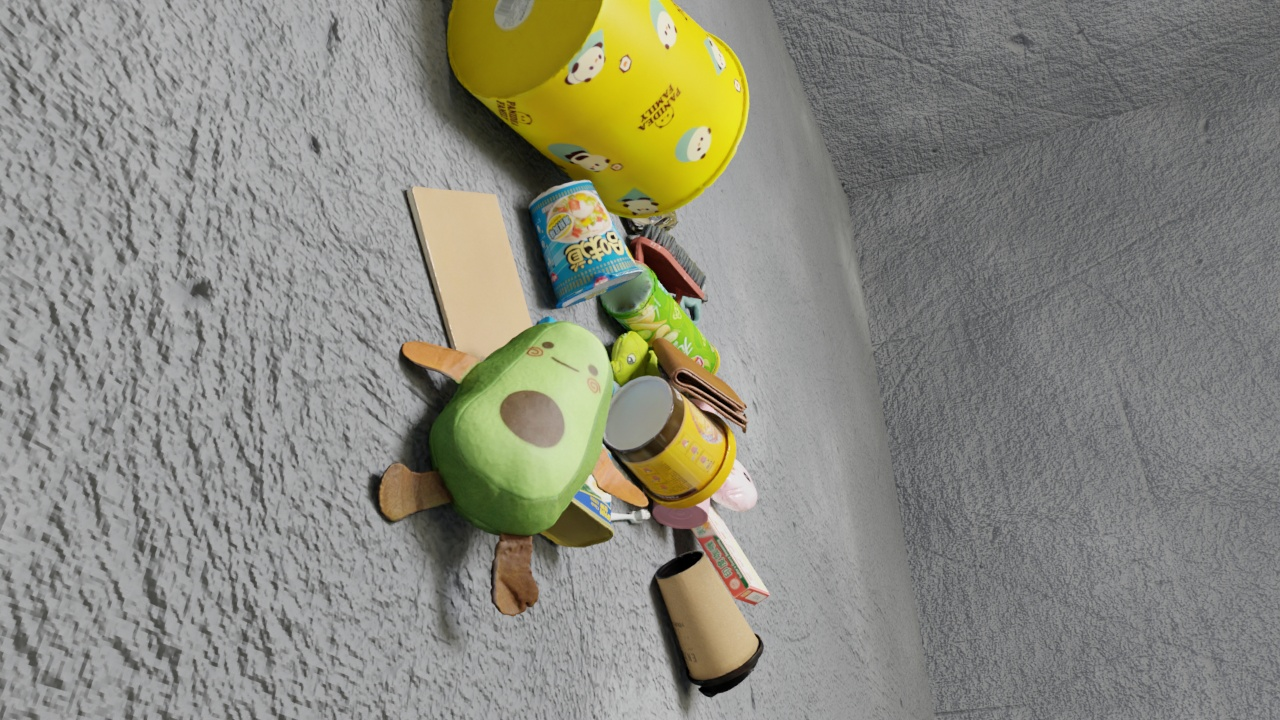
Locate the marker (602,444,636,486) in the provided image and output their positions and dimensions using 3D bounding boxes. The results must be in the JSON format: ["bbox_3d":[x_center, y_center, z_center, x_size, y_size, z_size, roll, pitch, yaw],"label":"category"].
[{"bbox_3d":[-0.033,0.107,0.960,0.016,0.017,0.146,-85,151,-42],"label":"marker"}]

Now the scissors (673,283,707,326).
[{"bbox_3d":[0.079,-0.092,1.380,0.180,0.019,0.143,23,55,-66],"label":"scissors"}]

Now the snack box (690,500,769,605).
[{"bbox_3d":[0.094,0.219,1.106,0.155,0.027,0.077,57,9,31],"label":"snack box"}]

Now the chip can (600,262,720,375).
[{"bbox_3d":[0.027,-0.039,1.133,0.221,0.073,0.072,44,37,-53],"label":"chip can"}]

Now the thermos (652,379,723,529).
[{"bbox_3d":[0.065,0.102,1.104,0.067,0.087,0.198,105,-4,-51],"label":"thermos"}]

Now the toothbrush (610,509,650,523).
[{"bbox_3d":[-0.033,0.157,0.926,0.180,0.016,0.016,21,50,-63],"label":"toothbrush"}]

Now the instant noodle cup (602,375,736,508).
[{"bbox_3d":[0.025,0.085,0.997,0.114,0.119,0.118,43,37,-41],"label":"instant noodle cup"}]

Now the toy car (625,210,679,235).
[{"bbox_3d":[0.013,-0.209,1.259,0.157,0.042,0.070,-28,101,-66],"label":"toy car"}]

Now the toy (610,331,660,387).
[{"bbox_3d":[-0.006,0.006,1.071,0.096,0.031,0.100,-55,137,-47],"label":"toy"}]

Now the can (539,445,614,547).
[{"bbox_3d":[-0.067,0.107,0.812,0.102,0.057,0.083,46,33,-44],"label":"can"}]

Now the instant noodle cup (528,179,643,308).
[{"bbox_3d":[-0.062,-0.123,0.944,0.110,0.099,0.099,68,21,1],"label":"instant noodle cup"}]

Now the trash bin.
[{"bbox_3d":[-0.044,-0.295,0.936,0.255,0.230,0.229,21,56,-58],"label":"trash bin"}]

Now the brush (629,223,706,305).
[{"bbox_3d":[0.030,-0.120,1.221,0.146,0.063,0.069,44,66,-52],"label":"brush"}]

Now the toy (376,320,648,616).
[{"bbox_3d":[-0.091,0.058,0.709,0.227,0.090,0.246,38,47,-14],"label":"toy"}]

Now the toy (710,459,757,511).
[{"bbox_3d":[0.103,0.144,1.197,0.121,0.054,0.159,45,8,5],"label":"toy"}]

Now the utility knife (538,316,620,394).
[{"bbox_3d":[-0.049,0.013,0.977,0.218,0.018,0.034,44,37,-52],"label":"utility knife"}]

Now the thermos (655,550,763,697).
[{"bbox_3d":[0.073,0.289,1.018,0.143,0.093,0.092,64,22,-6],"label":"thermos"}]

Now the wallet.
[{"bbox_3d":[0.072,0.026,1.038,0.119,0.035,0.130,38,7,-16],"label":"wallet"}]

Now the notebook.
[{"bbox_3d":[-0.137,-0.050,0.814,0.147,0.008,0.207,-22,97,-69],"label":"notebook"}]
